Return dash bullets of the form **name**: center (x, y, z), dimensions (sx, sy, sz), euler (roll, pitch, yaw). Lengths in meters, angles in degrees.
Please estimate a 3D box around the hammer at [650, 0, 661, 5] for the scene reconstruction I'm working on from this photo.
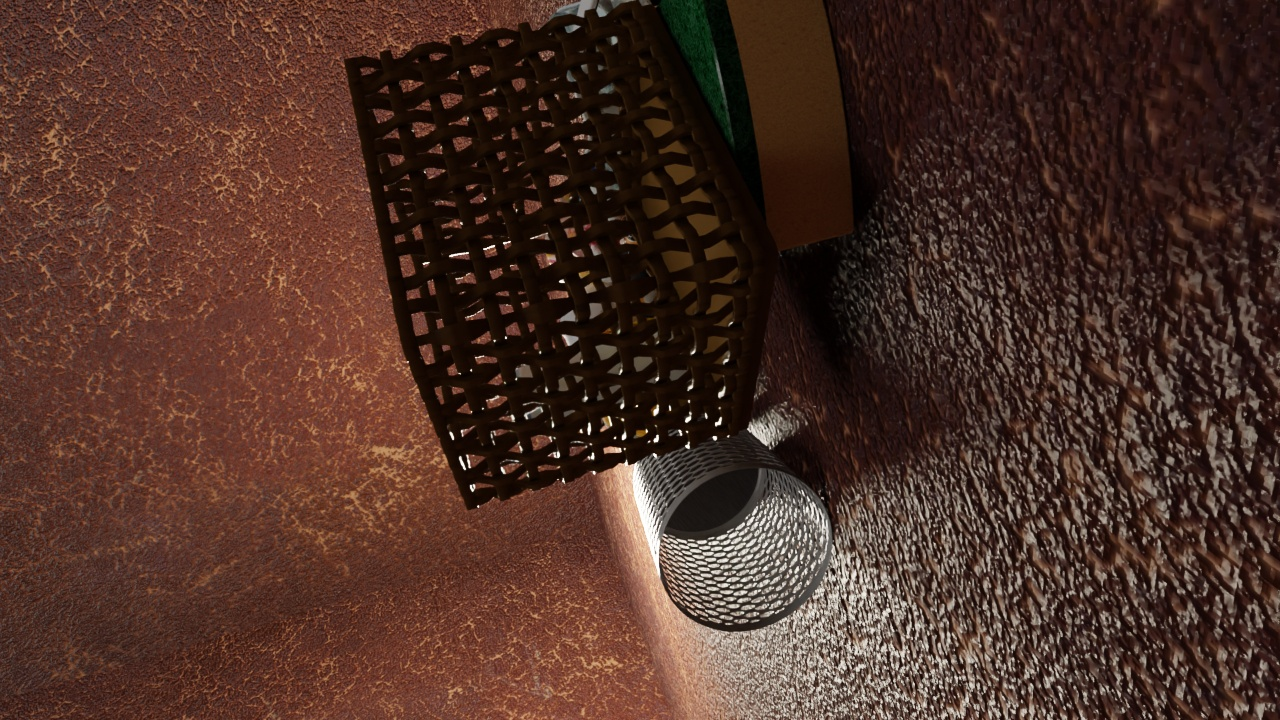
- **hammer**: center (0.013, -0.358, 0.823), dimensions (0.329, 0.039, 0.131), euler (98, 157, -69)

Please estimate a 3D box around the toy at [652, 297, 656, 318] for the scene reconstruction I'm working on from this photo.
- **toy**: center (0.042, -0.058, 1.097), dimensions (0.041, 0.055, 0.101), euler (36, -164, -24)

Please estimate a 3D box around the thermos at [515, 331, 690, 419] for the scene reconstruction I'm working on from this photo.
- **thermos**: center (-0.005, 0.005, 0.900), dimensions (0.068, 0.230, 0.068), euler (164, 91, -82)

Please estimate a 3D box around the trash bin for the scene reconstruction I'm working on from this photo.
- **trash bin**: center (0.076, 0.143, 0.881), dimensions (0.183, 0.156, 0.156), euler (-124, 21, -72)

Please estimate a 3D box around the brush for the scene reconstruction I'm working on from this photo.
- **brush**: center (0.062, -0.184, 0.676), dimensions (0.250, 0.075, 0.195), euler (-140, 37, -75)

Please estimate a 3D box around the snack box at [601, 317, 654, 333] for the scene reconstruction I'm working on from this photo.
- **snack box**: center (0.006, -0.006, 1.212), dimensions (0.061, 0.105, 0.084), euler (-122, 19, -65)

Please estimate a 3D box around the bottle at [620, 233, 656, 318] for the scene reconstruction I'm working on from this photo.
- **bottle**: center (0.003, -0.116, 1.120), dimensions (0.182, 0.059, 0.059), euler (73, 179, -66)

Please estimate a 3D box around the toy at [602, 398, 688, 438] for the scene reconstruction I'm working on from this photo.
- **toy**: center (0.016, 0.034, 1.086), dimensions (0.198, 0.162, 0.203), euler (54, 170, -26)

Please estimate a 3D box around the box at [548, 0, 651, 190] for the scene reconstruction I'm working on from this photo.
- **box**: center (-0.003, -0.256, 0.907), dimensions (0.193, 0.061, 0.210), euler (13, 134, 53)

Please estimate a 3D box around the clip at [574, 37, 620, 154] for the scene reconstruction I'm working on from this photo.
- **clip**: center (-0.032, -0.225, 0.804), dimensions (0.124, 0.074, 0.144), euler (-85, -6, -67)

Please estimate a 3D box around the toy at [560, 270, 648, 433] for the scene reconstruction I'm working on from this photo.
- **toy**: center (-0.048, -0.027, 1.325), dimensions (0.245, 0.141, 0.268), euler (-54, -21, -52)

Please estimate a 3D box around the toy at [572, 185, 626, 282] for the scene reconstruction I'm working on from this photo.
- **toy**: center (-0.038, -0.195, 1.200), dimensions (0.159, 0.084, 0.193), euler (90, -171, -63)

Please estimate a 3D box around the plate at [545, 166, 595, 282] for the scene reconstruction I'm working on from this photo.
- **plate**: center (-0.072, -0.200, 1.281), dimensions (0.186, 0.016, 0.187), euler (-64, -15, -14)

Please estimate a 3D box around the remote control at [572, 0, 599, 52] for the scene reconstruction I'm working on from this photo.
- **remote control**: center (-0.040, -0.343, 0.827), dimensions (0.045, 0.008, 0.147), euler (-116, 41, -58)

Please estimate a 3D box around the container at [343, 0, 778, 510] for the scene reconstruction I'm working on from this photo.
- **container**: center (-0.058, -0.073, 0.651), dimensions (0.220, 0.214, 0.251), euler (89, 164, -57)
